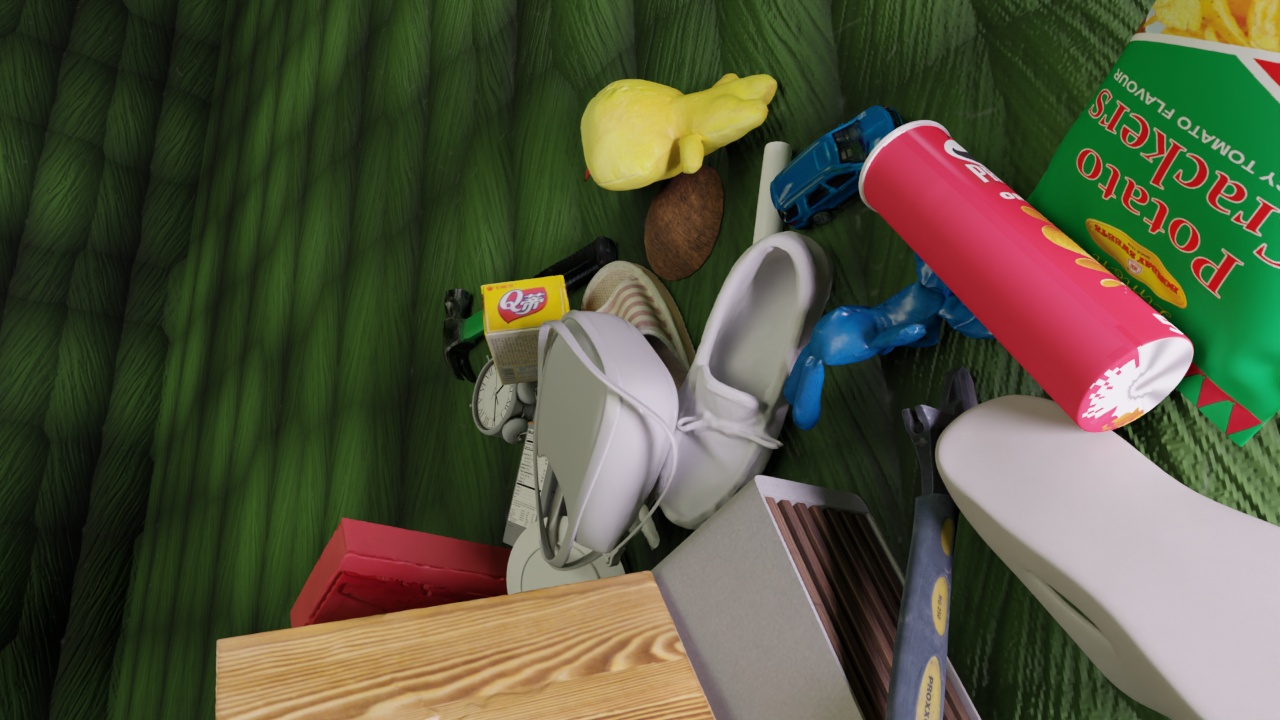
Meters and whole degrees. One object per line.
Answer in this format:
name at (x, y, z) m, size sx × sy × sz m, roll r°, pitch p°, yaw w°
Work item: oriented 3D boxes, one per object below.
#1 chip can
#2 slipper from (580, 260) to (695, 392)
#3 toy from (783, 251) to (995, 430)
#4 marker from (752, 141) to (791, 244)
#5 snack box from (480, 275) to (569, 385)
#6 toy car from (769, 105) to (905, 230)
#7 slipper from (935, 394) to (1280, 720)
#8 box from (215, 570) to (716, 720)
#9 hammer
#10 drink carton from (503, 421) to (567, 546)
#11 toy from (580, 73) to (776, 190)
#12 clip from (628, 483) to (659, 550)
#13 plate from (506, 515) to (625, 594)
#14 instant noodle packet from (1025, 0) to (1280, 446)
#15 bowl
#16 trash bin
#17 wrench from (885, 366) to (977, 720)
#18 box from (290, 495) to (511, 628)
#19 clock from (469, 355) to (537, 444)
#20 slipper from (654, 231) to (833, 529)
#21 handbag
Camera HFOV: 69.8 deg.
chip can at (0.215, -0.058, 0.541) m, size 0.069 × 0.069 × 0.220 m, roll -53°, pitch 42°, yaw 25°
slipper at (-0.005, 0.005, 0.841) m, size 0.115 × 0.052 × 0.262 m, roll -51°, pitch 44°, yaw 26°
toy at (0.165, -0.023, 0.622) m, size 0.177 × 0.071 × 0.112 m, roll -33°, pitch 31°, yaw 21°
marker at (0.107, -0.116, 0.763) m, size 0.023 × 0.027 × 0.133 m, roll 4°, pitch 80°, yaw 25°
snack box at (-0.109, -0.029, 0.920) m, size 0.106 × 0.083 × 0.061 m, roll 87°, pitch 175°, yaw -61°
toy car at (0.151, -0.147, 0.706) m, size 0.120 × 0.043 × 0.056 m, roll -34°, pitch 53°, yaw 39°
slipper at (0.258, 0.120, 0.461) m, size 0.112 × 0.081 × 0.266 m, roll -30°, pitch 43°, yaw -16°
box at (-0.119, 0.324, 0.610) m, size 0.286 × 0.278 × 0.335 m, roll -116°, pitch 29°, yaw -45°
hammer at (-0.137, -0.067, 1.047) m, size 0.320 × 0.032 × 0.130 m, roll -23°, pitch 60°, yaw 45°
drink carton at (-0.088, 0.126, 0.904) m, size 0.076 × 0.048 × 0.124 m, roll 7°, pitch 83°, yaw 52°
toy at (0.025, -0.214, 0.839) m, size 0.208 × 0.092 × 0.133 m, roll -1°, pitch 42°, yaw 29°
clip at (-0.005, 0.118, 0.825) m, size 0.102 × 0.052 × 0.058 m, roll -126°, pitch 32°, yaw -44°
plate at (-0.071, 0.210, 0.839) m, size 0.135 × 0.011 × 0.134 m, roll 1°, pitch 93°, yaw 29°
instant noodle packet at (0.309, -0.115, 0.453) m, size 0.195 × 0.090 × 0.253 m, roll 63°, pitch 142°, yaw 42°
bowl at (0.032, -0.134, 0.861) m, size 0.102 × 0.026 × 0.114 m, roll -4°, pitch 75°, yaw 50°
trash bin at (0.113, 0.204, 0.575) m, size 0.115 × 0.114 × 0.228 m, roll -48°, pitch 45°, yaw 30°
wrench at (0.165, 0.112, 0.520) m, size 0.022 × 0.073 × 0.272 m, roll -23°, pitch 38°, yaw 45°
box at (-0.238, 0.226, 0.933) m, size 0.165 × 0.213 × 0.153 m, roll -56°, pitch 36°, yaw 21°
clock at (-0.145, 0.044, 1.013) m, size 0.123 × 0.035 × 0.094 m, roll 29°, pitch 101°, yaw 52°
slipper at (0.076, 0.018, 0.709) m, size 0.112 × 0.074 × 0.247 m, roll 30°, pitch 102°, yaw 39°
handbag at (-0.050, 0.086, 0.762) m, size 0.215 × 0.095 × 0.223 m, roll 55°, pitch 131°, yaw 55°
